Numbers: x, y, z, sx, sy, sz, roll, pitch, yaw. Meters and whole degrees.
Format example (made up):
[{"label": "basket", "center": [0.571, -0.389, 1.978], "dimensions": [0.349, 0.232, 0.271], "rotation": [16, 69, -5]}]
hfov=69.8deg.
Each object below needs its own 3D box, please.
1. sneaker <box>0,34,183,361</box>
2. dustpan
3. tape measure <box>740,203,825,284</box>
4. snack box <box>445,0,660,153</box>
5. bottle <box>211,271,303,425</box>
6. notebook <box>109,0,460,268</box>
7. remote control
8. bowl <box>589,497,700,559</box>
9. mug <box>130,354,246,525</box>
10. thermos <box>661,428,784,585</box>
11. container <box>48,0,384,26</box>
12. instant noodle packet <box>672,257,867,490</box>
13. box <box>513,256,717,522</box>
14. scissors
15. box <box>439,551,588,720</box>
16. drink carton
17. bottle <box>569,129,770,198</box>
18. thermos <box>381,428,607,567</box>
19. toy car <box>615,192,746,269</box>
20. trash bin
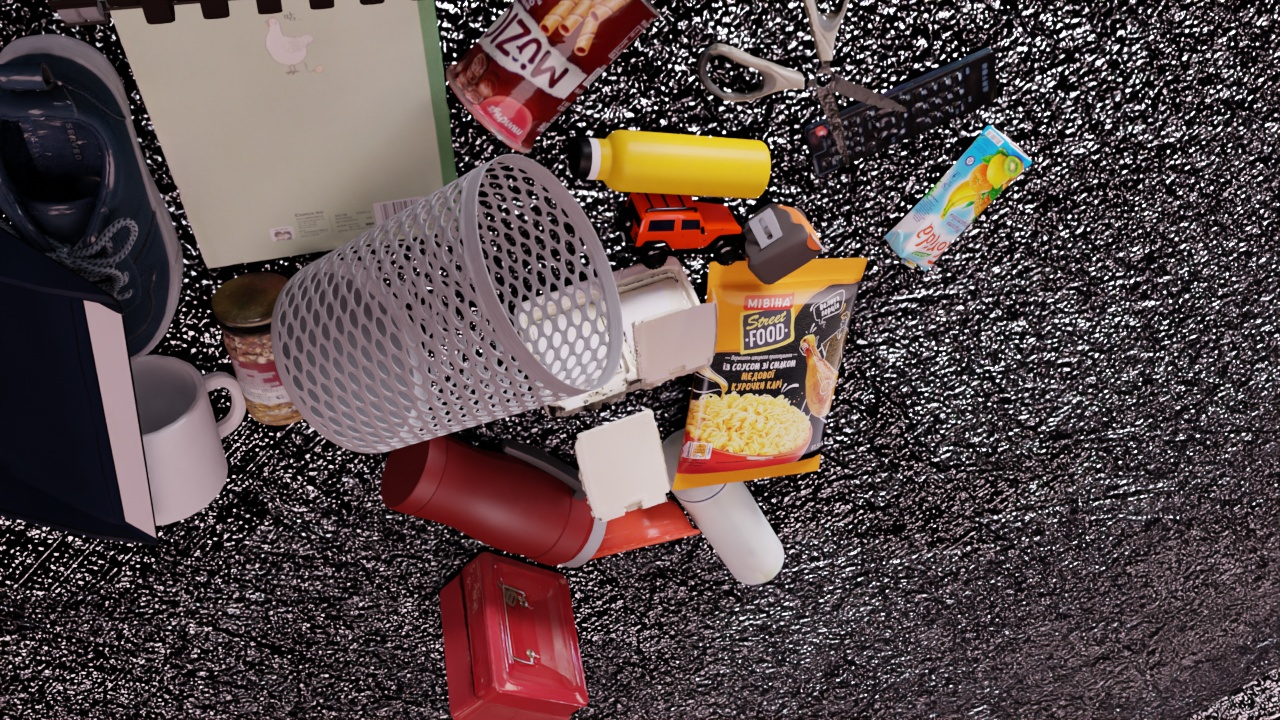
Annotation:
[{"label": "sneaker", "center": [-0.339, -0.078, 0.559], "dimensions": [0.089, 0.087, 0.236], "rotation": [-5, 132, -17]}, {"label": "dustpan", "center": [-0.444, 0.005, 0.564], "dimensions": [0.273, 0.079, 0.237], "rotation": [29, 132, 10]}, {"label": "tape measure", "center": [0.108, -0.098, 0.730], "dimensions": [0.058, 0.058, 0.038], "rotation": [-31, 134, 23]}, {"label": "snack box", "center": [-0.054, -0.196, 0.568], "dimensions": [0.121, 0.072, 0.072], "rotation": [-41, 132, 18]}, {"label": "bottle", "center": [-0.272, -0.007, 0.673], "dimensions": [0.056, 0.056, 0.105], "rotation": [-9, 134, -13]}, {"label": "notebook", "center": [-0.213, -0.172, 0.574], "dimensions": [0.181, 0.010, 0.253], "rotation": [-10, 134, -12]}, {"label": "remote control", "center": [0.198, -0.192, 0.705], "dimensions": [0.150, 0.022, 0.047], "rotation": [-23, 136, 3]}, {"label": "bowl", "center": [-0.007, 0.166, 0.921], "dimensions": [0.130, 0.045, 0.130], "rotation": [-13, 169, -3]}, {"label": "mug", "center": [-0.351, 0.052, 0.685], "dimensions": [0.121, 0.091, 0.090], "rotation": [-34, 146, -38]}, {"label": "thermos", "center": [0.088, 0.157, 0.957], "dimensions": [0.068, 0.067, 0.230], "rotation": [-27, 134, 5]}, {"label": "container", "center": [-0.103, -0.290, 0.344], "dimensions": [0.243, 0.247, 0.246], "rotation": [-8, 134, -18]}, {"label": "instant noodle packet", "center": [0.115, 0.014, 0.824], "dimensions": [0.159, 0.032, 0.221], "rotation": [-4, 117, -25]}, {"label": "box", "center": [-0.004, 0.004, 0.674], "dimensions": [0.143, 0.187, 0.105], "rotation": [-20, 160, -9]}, {"label": "scissors", "center": [0.118, -0.209, 0.650], "dimensions": [0.157, 0.012, 0.171], "rotation": [-7, 127, -3]}, {"label": "box", "center": [-0.132, 0.291, 0.936], "dimensions": [0.087, 0.157, 0.128], "rotation": [-37, 133, 22]}, {"label": "drink carton", "center": [0.264, -0.133, 0.771], "dimensions": [0.044, 0.038, 0.129], "rotation": [20, 122, -34]}, {"label": "bottle", "center": [0.021, -0.143, 0.666], "dimensions": [0.143, 0.043, 0.043], "rotation": [-1, 131, -20]}, {"label": "thermos", "center": [-0.120, 0.119, 0.830], "dimensions": [0.198, 0.084, 0.108], "rotation": [28, 118, -35]}, {"label": "toy car", "center": [0.032, -0.104, 0.701], "dimensions": [0.100, 0.051, 0.049], "rotation": [-4, 134, -16]}, {"label": "trash bin", "center": [-0.130, -0.028, 0.614], "dimensions": [0.184, 0.156, 0.156], "rotation": [-20, 139, 25]}]
